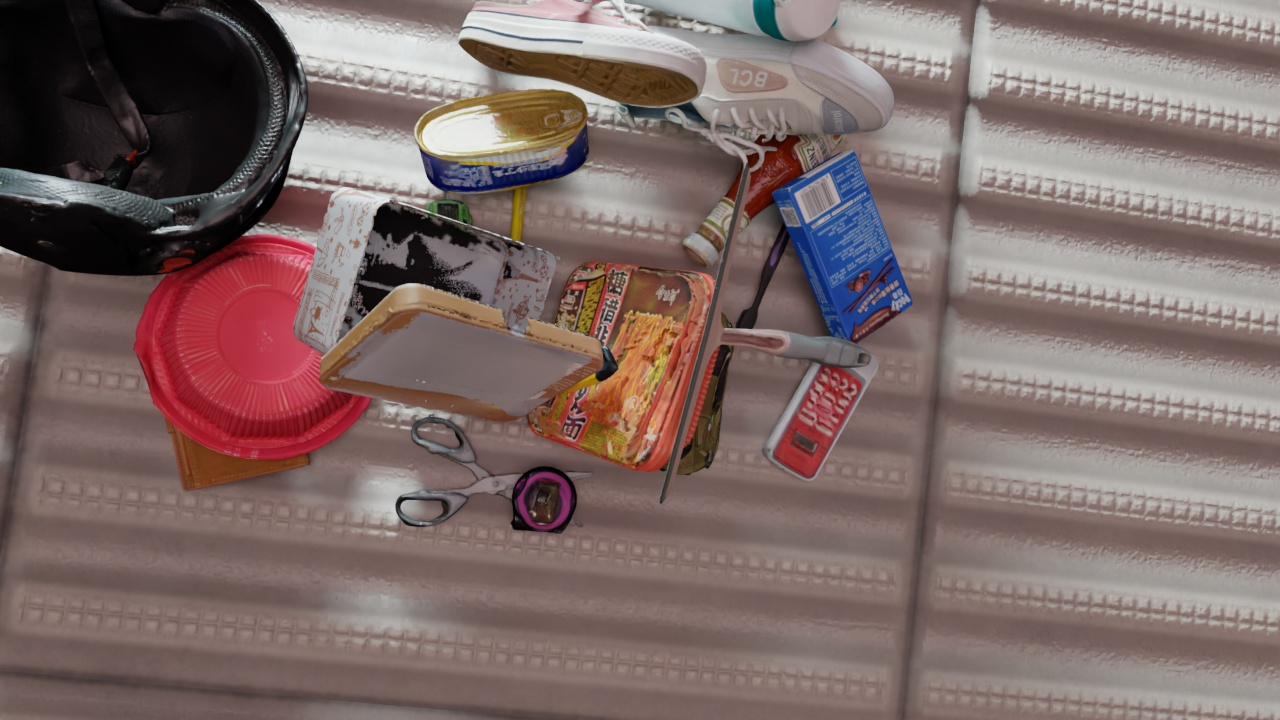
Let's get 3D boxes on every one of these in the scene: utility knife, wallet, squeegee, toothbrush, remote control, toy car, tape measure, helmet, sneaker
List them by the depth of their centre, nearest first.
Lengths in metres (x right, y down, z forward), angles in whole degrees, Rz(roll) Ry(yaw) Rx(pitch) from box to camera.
[{"bbox_3d":[-0.385,-0.177,0.687,0.274,0.230,0.233,-1,80,-12],"label":"helmet"},{"bbox_3d":[0.113,-0.012,0.742,0.249,0.040,0.248,5,101,-47],"label":"squeegee"},{"bbox_3d":[-0.046,-0.277,0.764,0.241,0.118,0.088,20,87,29],"label":"sneaker"},{"bbox_3d":[-0.082,0.017,0.771,0.015,0.165,0.033,29,57,-42],"label":"utility knife"},{"bbox_3d":[-0.354,0.038,0.778,0.119,0.035,0.130,-11,89,-9],"label":"wallet"},{"bbox_3d":[0.088,-0.218,0.780,0.242,0.089,0.090,17,76,23],"label":"sneaker"},{"bbox_3d":[-0.084,0.121,0.798,0.057,0.039,0.058,9,86,-11],"label":"tape measure"},{"bbox_3d":[-0.169,-0.097,0.808,0.043,0.036,0.091,-3,92,-9],"label":"toy car"},{"bbox_3d":[-0.111,-0.086,0.824,0.016,0.016,0.190,5,87,-13],"label":"toothbrush"},{"bbox_3d":[0.043,0.024,0.826,0.070,0.042,0.158,9,84,-7],"label":"toy car"},{"bbox_3d":[0.168,0.043,0.850,0.056,0.020,0.136,32,84,-4],"label":"remote control"},{"bbox_3d":[0.127,-0.103,0.857,0.014,0.017,0.189,27,82,-17],"label":"toothbrush"}]

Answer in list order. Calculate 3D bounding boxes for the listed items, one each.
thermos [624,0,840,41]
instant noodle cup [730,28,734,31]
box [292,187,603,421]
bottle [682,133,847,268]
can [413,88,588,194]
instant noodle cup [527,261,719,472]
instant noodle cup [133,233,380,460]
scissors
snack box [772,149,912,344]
[{"bbox_3d":[0.067,-0.312,0.761,0.073,0.224,0.073,-23,129,-32],"label":"thermos"},{"bbox_3d":[0.127,-0.371,0.810,0.108,0.138,0.138,-28,91,-16],"label":"instant noodle cup"},{"bbox_3d":[-0.139,-0.029,0.696,0.182,0.181,0.153,14,93,-45],"label":"box"},{"bbox_3d":[0.116,-0.169,0.833,0.060,0.060,0.206,42,83,-4],"label":"bottle"},{"bbox_3d":[-0.118,-0.190,0.796,0.148,0.049,0.074,-11,58,-7],"label":"can"},{"bbox_3d":[-0.005,0.005,0.771,0.079,0.189,0.164,21,85,-40],"label":"instant noodle cup"},{"bbox_3d":[-0.304,-0.015,0.748,0.193,0.066,0.193,3,83,-22],"label":"instant noodle cup"},{"bbox_3d":[-0.136,0.108,0.816,0.175,0.014,0.159,-32,94,-9],"label":"scissors"},{"bbox_3d":[0.184,-0.100,0.826,0.084,0.026,0.157,-33,107,-23],"label":"snack box"}]
